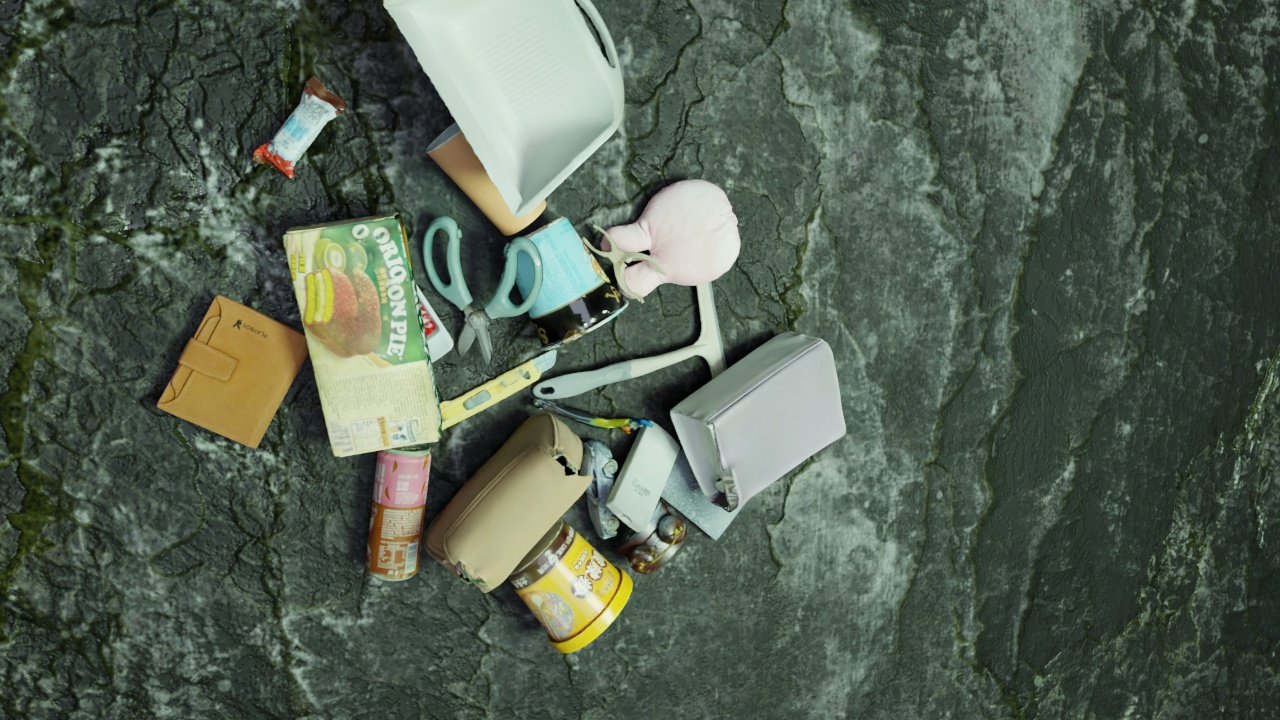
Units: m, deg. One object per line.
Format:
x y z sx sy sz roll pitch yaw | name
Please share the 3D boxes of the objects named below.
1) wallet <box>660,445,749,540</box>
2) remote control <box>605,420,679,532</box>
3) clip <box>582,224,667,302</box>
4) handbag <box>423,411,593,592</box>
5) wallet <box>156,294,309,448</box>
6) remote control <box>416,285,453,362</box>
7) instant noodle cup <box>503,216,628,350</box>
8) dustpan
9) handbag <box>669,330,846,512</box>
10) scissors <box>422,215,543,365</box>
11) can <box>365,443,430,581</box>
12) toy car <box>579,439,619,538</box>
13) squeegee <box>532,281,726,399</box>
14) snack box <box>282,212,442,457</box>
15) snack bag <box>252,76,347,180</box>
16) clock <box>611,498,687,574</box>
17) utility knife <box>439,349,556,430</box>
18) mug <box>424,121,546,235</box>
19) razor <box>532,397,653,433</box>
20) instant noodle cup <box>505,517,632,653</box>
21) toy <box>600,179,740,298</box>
0.083 0.156 1.156 0.121 0.019 0.097 41 83 -20 | wallet
0.005 0.134 1.080 0.056 0.019 0.134 43 45 -18 | remote control
-0.025 -0.099 1.028 0.104 0.035 0.089 20 94 7 | clip
-0.139 0.158 1.006 0.100 0.148 0.204 43 88 -19 | handbag
-0.416 0.011 0.945 0.107 0.031 0.131 29 88 -23 | wallet
-0.259 -0.056 0.993 0.055 0.020 0.136 -34 109 -12 | remote control
-0.089 -0.089 1.008 0.111 0.111 0.120 -30 102 -12 | instant noodle cup
-0.104 -0.296 0.915 0.143 0.257 0.223 -27 109 11 | dustpan
0.146 0.072 1.105 0.196 0.098 0.145 -32 115 -24 | handbag
-0.186 -0.084 0.990 0.176 0.019 0.175 37 122 4 | scissors
-0.267 0.164 1.010 0.058 0.058 0.147 6 98 -21 | can
-0.050 0.153 1.087 0.036 0.054 0.121 -10 103 -20 | toy car
-0.006 0.006 1.085 0.246 0.039 0.246 -15 104 -16 | squeegee
-0.282 -0.026 0.950 0.114 0.063 0.240 -10 106 -7 | snack box
-0.344 -0.233 0.927 0.045 0.026 0.105 36 86 -13 | snack bag
0.013 0.211 1.087 0.082 0.122 0.055 -45 98 -7 | clock
-0.171 0.034 1.047 0.175 0.019 0.031 -30 114 -17 | utility knife
-0.160 -0.197 0.977 0.078 0.078 0.123 -41 115 -9 | mug
-0.058 0.066 1.068 0.142 0.043 0.022 14 84 -19 | razor
-0.089 0.254 1.064 0.118 0.118 0.114 -41 102 -9 | instant noodle cup
0.036 -0.139 1.061 0.159 0.054 0.121 -22 91 -3 | toy
